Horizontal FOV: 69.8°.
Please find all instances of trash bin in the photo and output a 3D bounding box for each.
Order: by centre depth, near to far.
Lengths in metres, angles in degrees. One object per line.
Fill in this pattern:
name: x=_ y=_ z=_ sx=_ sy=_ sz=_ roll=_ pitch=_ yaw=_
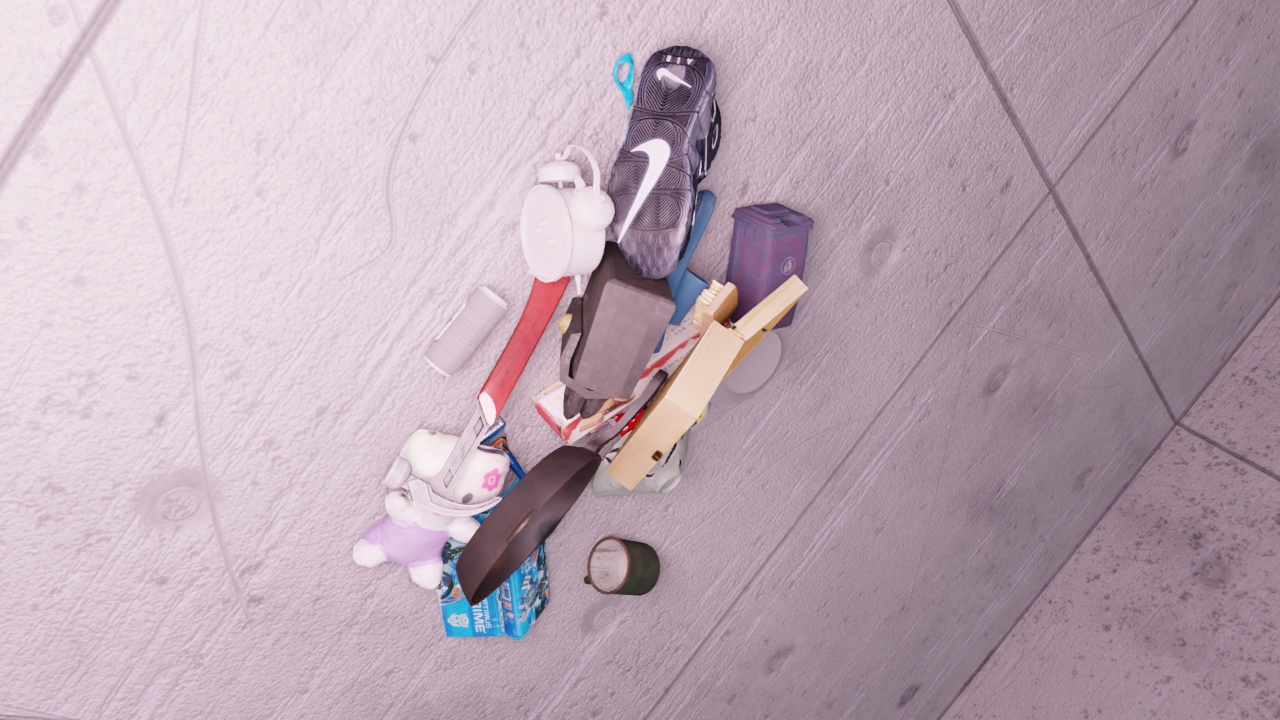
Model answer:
trash bin: x=0.166 y=-0.128 z=1.240 sx=0.093 sy=0.092 sz=0.161 roll=-12 pitch=121 yaw=-33

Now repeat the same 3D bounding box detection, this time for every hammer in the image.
hammer: x=-0.162 y=0.032 z=1.057 sx=0.126 sy=0.036 sz=0.315 roll=32 pitch=77 yaw=-16

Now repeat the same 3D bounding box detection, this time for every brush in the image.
brush: x=0.091 y=-0.061 z=1.140 sx=0.049 sy=0.039 sz=0.117 roll=-49 pitch=170 yaw=-13

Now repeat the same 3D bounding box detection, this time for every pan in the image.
pan: x=-0.095 y=0.139 z=1.095 sx=0.355 sy=0.043 sz=0.249 roll=-49 pitch=171 yaw=-8

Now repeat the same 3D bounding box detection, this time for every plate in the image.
plate: x=0.164 y=-0.002 z=1.374 sx=0.172 sy=0.019 sz=0.173 roll=-21 pitch=130 yaw=-27

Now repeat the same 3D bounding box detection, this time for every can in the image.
can: x=-0.198 y=-0.034 z=1.044 sx=0.106 sy=0.044 sz=0.044 roll=-51 pitch=137 yaw=2

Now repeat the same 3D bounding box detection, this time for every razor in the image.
razor: x=-0.163 y=0.137 z=1.184 sx=0.043 sy=0.018 sz=0.141 roll=-37 pitch=112 yaw=-14

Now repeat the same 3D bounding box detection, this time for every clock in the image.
clock: x=-0.083 y=-0.157 z=1.000 sx=0.061 sy=0.120 sz=0.160 roll=-9 pitch=133 yaw=-34

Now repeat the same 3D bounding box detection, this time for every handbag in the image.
handbag: x=-0.049 y=-0.025 z=1.078 sx=0.102 sy=0.197 sz=0.200 roll=19 pitch=108 yaw=-10

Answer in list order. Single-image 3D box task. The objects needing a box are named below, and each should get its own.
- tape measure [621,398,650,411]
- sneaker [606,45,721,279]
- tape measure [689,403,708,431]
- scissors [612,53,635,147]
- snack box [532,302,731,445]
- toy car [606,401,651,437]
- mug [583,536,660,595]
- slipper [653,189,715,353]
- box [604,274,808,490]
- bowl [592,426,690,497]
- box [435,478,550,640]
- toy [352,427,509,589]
tape measure: x=-0.009 y=0.037 z=1.262 sx=0.060 sy=0.020 sz=0.062 roll=-7 pitch=123 yaw=-36
sneaker: x=0.037 y=-0.210 z=1.044 sx=0.150 sy=0.097 sz=0.252 roll=15 pitch=86 yaw=-71
tape measure: x=0.070 y=0.077 z=1.355 sx=0.064 sy=0.017 sz=0.064 roll=-24 pitch=131 yaw=-24
scissors: x=-0.005 y=-0.284 z=1.046 sx=0.073 sy=0.016 sz=0.134 roll=-17 pitch=129 yaw=-32
snack box: x=-0.007 y=0.007 z=1.203 sx=0.272 sy=0.076 sz=0.044 roll=-34 pitch=139 yaw=-16
toy car: x=0.000 y=0.077 z=1.283 sx=0.089 sy=0.038 sz=0.025 roll=-30 pitch=133 yaw=-19
mug: x=-0.033 y=0.322 z=1.405 sx=0.111 sy=0.084 sz=0.081 roll=-33 pitch=147 yaw=30
slipper: x=0.054 y=-0.110 z=1.153 sx=0.059 sy=0.104 sz=0.214 roll=19 pitch=97 yaw=-11
box: x=0.076 y=0.027 z=1.146 sx=0.256 sy=0.076 sz=0.248 roll=-40 pitch=173 yaw=-31
bowl: x=0.021 y=0.153 z=1.300 sx=0.174 sy=0.068 sz=0.174 roll=-32 pitch=151 yaw=-20
box: x=-0.194 y=0.287 z=1.250 sx=0.166 sy=0.075 sz=0.244 roll=-20 pitch=129 yaw=-26
toy: x=-0.249 y=0.174 z=1.112 sx=0.137 sy=0.085 sz=0.210 roll=26 pitch=109 yaw=-20
